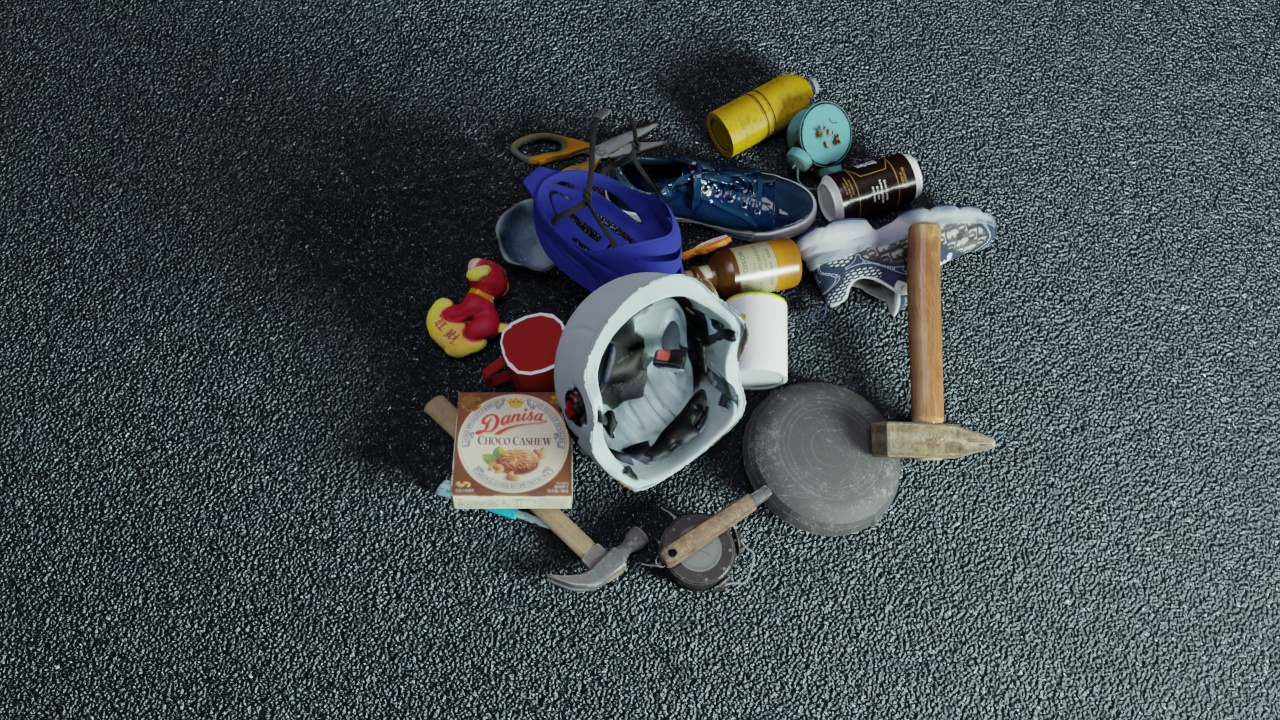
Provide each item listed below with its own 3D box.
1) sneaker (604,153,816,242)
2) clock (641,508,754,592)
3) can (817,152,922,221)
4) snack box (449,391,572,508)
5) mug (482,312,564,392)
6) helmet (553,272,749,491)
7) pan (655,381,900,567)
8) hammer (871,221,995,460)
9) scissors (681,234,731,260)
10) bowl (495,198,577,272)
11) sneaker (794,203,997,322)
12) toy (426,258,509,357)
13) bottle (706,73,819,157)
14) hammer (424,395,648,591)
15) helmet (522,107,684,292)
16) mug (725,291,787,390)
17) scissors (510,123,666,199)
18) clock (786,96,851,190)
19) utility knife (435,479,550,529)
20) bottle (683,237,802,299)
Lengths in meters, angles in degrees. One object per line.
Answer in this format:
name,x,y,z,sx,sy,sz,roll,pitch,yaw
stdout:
sneaker,0.097,-0.233,1.238,0.294,0.127,0.120,8,67,1
clock,0.072,0.231,1.097,0.123,0.044,0.091,20,66,4
can,0.315,-0.236,1.264,0.128,0.072,0.072,-19,70,-7
snack box,-0.155,0.108,1.124,0.143,0.041,0.146,1,57,-5
mug,-0.143,0.002,1.159,0.116,0.097,0.080,-19,70,-7
helmet,-0.006,0.006,1.085,0.236,0.264,0.164,-36,39,-24
pan,0.166,0.148,1.104,0.356,0.040,0.207,-29,72,-22
hammer,0.361,-0.027,1.142,0.157,0.037,0.300,4,82,-20
scissors,0.063,-0.145,1.251,0.133,0.083,0.012,-19,101,17
bowl,-0.139,-0.161,1.246,0.110,0.055,0.110,0,68,0
sneaker,0.345,-0.127,1.221,0.269,0.103,0.132,-9,84,-3
toy,-0.218,-0.067,1.209,0.105,0.067,0.137,28,79,6
bottle,0.181,-0.360,1.315,0.163,0.071,0.071,-30,71,-11
hammer,-0.148,0.153,1.131,0.331,0.031,0.119,41,62,16
helmet,-0.029,-0.186,1.124,0.241,0.228,0.147,32,49,6
mug,0.148,-0.024,1.177,0.082,0.083,0.106,1,69,1
scissors,-0.071,-0.283,1.315,0.225,0.016,0.166,-6,69,-4
clock,0.247,-0.301,1.288,0.090,0.053,0.124,14,92,-26
utility knife,-0.177,0.183,1.133,0.158,0.015,0.022,20,62,7
bottle,0.129,-0.116,1.209,0.156,0.068,0.067,-12,69,-14
